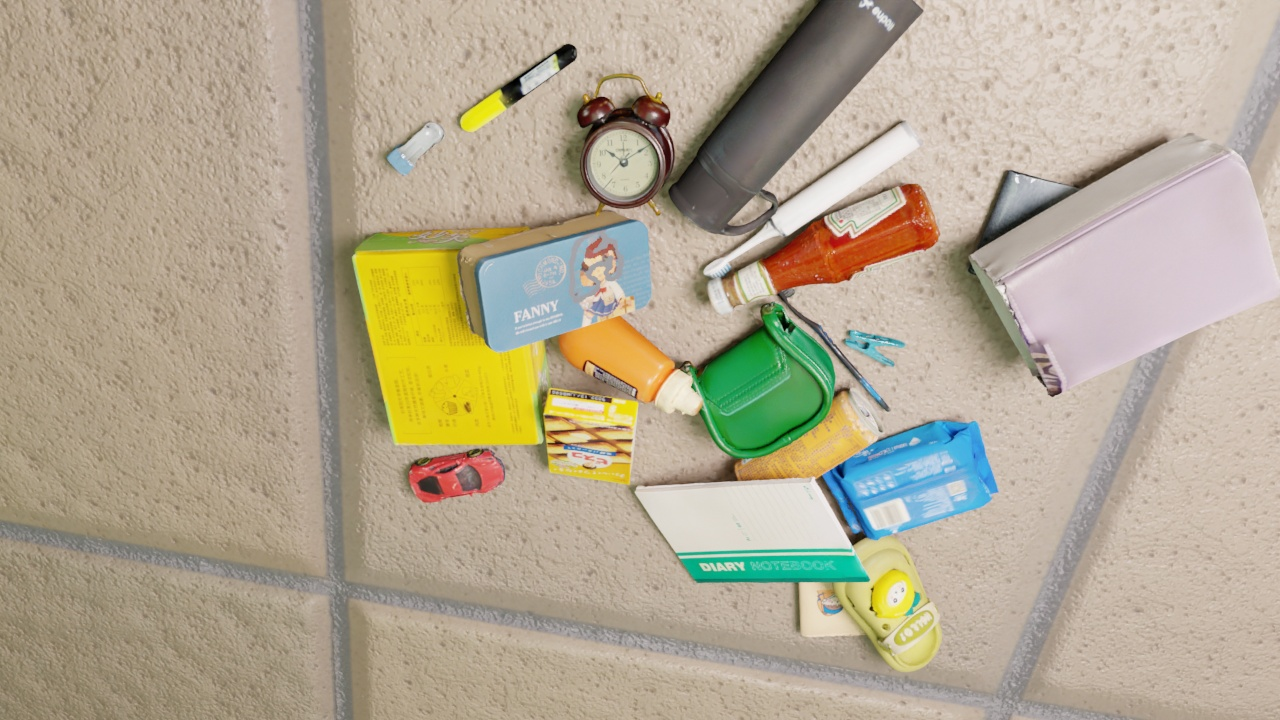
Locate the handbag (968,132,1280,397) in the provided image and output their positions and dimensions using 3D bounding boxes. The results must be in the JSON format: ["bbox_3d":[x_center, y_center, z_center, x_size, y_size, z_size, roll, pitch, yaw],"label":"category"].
[{"bbox_3d":[0.398,-0.074,0.759,0.197,0.098,0.145,-30,110,14],"label":"handbag"}]

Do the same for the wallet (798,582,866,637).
[{"bbox_3d":[0.218,0.256,1.010,0.087,0.024,0.115,-4,113,6],"label":"wallet"}]

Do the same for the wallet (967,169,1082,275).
[{"bbox_3d":[0.364,-0.108,0.808,0.121,0.019,0.097,13,118,-2],"label":"wallet"}]

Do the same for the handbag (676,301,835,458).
[{"bbox_3d":[0.113,0.022,0.879,0.132,0.067,0.120,-36,102,23],"label":"handbag"}]

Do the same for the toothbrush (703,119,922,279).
[{"bbox_3d":[0.147,-0.137,0.817,0.221,0.026,0.026,-34,133,21],"label":"toothbrush"}]

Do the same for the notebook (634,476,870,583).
[{"bbox_3d":[0.111,0.178,0.940,0.210,0.012,0.150,-10,125,37],"label":"notebook"}]

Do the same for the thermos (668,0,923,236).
[{"bbox_3d":[0.130,-0.208,0.766,0.090,0.068,0.243,28,120,-26],"label":"thermos"}]

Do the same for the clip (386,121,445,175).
[{"bbox_3d":[-0.203,-0.197,0.840,0.058,0.045,0.027,-36,106,17],"label":"clip"}]

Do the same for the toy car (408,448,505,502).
[{"bbox_3d":[-0.199,0.126,0.997,0.106,0.031,0.049,-11,116,11],"label":"toy car"}]

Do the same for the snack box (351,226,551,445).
[{"bbox_3d":[-0.177,-0.021,0.895,0.158,0.069,0.210,-1,117,8],"label":"snack box"}]

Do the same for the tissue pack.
[{"bbox_3d":[0.270,0.118,0.916,0.157,0.052,0.095,-22,114,18],"label":"tissue pack"}]

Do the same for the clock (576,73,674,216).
[{"bbox_3d":[-0.013,-0.187,0.797,0.082,0.055,0.122,1,115,7],"label":"clock"}]

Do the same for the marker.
[{"bbox_3d":[-0.107,-0.239,0.807,0.124,0.015,0.018,-29,110,17],"label":"marker"}]

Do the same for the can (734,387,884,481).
[{"bbox_3d":[0.166,0.088,0.912,0.146,0.058,0.058,-37,107,22],"label":"can"}]

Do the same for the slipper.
[{"bbox_3d":[0.277,0.265,0.965,0.091,0.082,0.190,-39,117,-12],"label":"slipper"}]

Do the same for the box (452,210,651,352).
[{"bbox_3d":[-0.079,-0.072,0.807,0.183,0.060,0.090,-23,121,-29],"label":"box"}]

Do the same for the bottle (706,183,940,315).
[{"bbox_3d":[0.158,-0.092,0.817,0.206,0.059,0.060,-22,112,15],"label":"bottle"}]

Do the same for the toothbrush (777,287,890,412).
[{"bbox_3d":[0.184,-0.017,0.881,0.016,0.014,0.189,-43,105,7],"label":"toothbrush"}]

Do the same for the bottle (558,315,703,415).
[{"bbox_3d":[-0.005,0.005,0.865,0.149,0.066,0.067,34,118,16],"label":"bottle"}]

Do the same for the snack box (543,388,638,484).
[{"bbox_3d":[-0.049,0.078,0.914,0.087,0.033,0.141,9,152,2],"label":"snack box"}]

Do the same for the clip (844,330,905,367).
[{"bbox_3d":[0.223,-0.014,0.877,0.056,0.013,0.039,20,117,-4],"label":"clip"}]
